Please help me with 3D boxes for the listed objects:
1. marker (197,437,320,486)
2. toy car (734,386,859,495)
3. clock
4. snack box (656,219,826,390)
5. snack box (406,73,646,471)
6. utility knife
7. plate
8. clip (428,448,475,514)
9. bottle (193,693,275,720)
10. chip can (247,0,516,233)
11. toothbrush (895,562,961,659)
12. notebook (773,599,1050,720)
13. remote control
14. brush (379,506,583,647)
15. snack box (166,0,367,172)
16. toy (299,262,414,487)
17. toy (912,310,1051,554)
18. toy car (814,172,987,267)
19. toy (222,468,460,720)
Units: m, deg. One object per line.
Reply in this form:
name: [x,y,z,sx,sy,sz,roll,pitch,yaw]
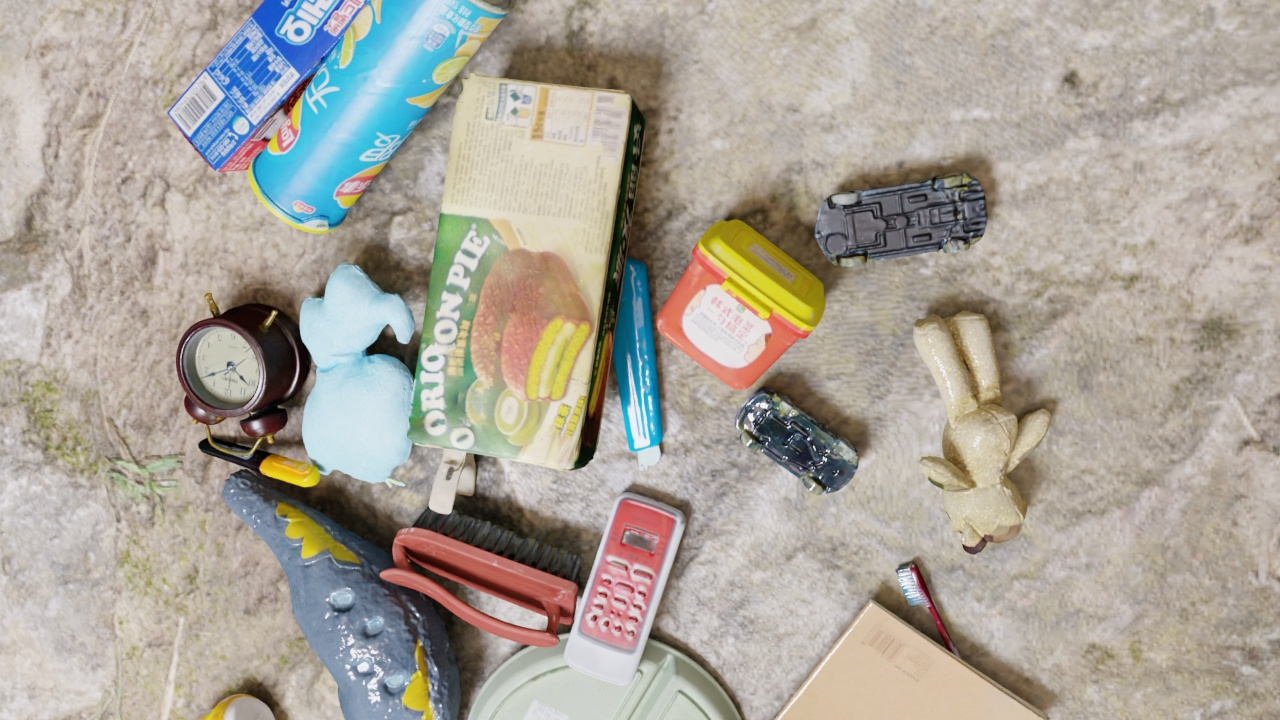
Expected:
marker: [-0.300,0.077,0.717,0.124,0.018,0.015,11,132,25]
toy car: [0.108,0.054,0.631,0.090,0.034,0.043,35,105,-1]
clock: [-0.303,0.013,0.695,0.082,0.055,0.122,14,103,8]
snack box: [0.063,-0.034,0.596,0.091,0.081,0.080,38,118,1]
snack box: [-0.072,-0.056,0.597,0.114,0.063,0.240,8,91,10]
utility knife: [-0.004,0.004,0.651,0.034,0.018,0.161,-3,105,16]
plate: [-0.028,0.319,0.717,0.230,0.027,0.230,1,104,5]
clip: [-0.133,0.060,0.681,0.035,0.070,0.100,10,99,8]
bottle: [-0.365,0.334,0.787,0.108,0.063,0.063,-35,95,18]
chip can: [-0.171,-0.174,0.591,0.211,0.071,0.071,-39,93,30]
toothbrush: [0.227,0.228,0.660,0.017,0.016,0.187,-23,98,24]
notebook: [0.168,0.293,0.667,0.149,0.012,0.212,34,105,2]
remote control: [-0.011,0.167,0.672,0.056,0.020,0.136,19,89,6]
brush: [-0.117,0.159,0.680,0.146,0.069,0.063,19,143,7]
snack box: [-0.227,-0.215,0.621,0.208,0.058,0.057,-39,93,18]
toy: [-0.208,0.021,0.678,0.162,0.049,0.156,-34,85,30]
toy: [0.213,0.044,0.597,0.105,0.066,0.157,-18,98,-27]
toy car: [0.164,-0.089,0.584,0.106,0.031,0.049,-7,102,12]
toy: [-0.208,0.236,0.716,0.138,0.091,0.356,-19,97,28]
